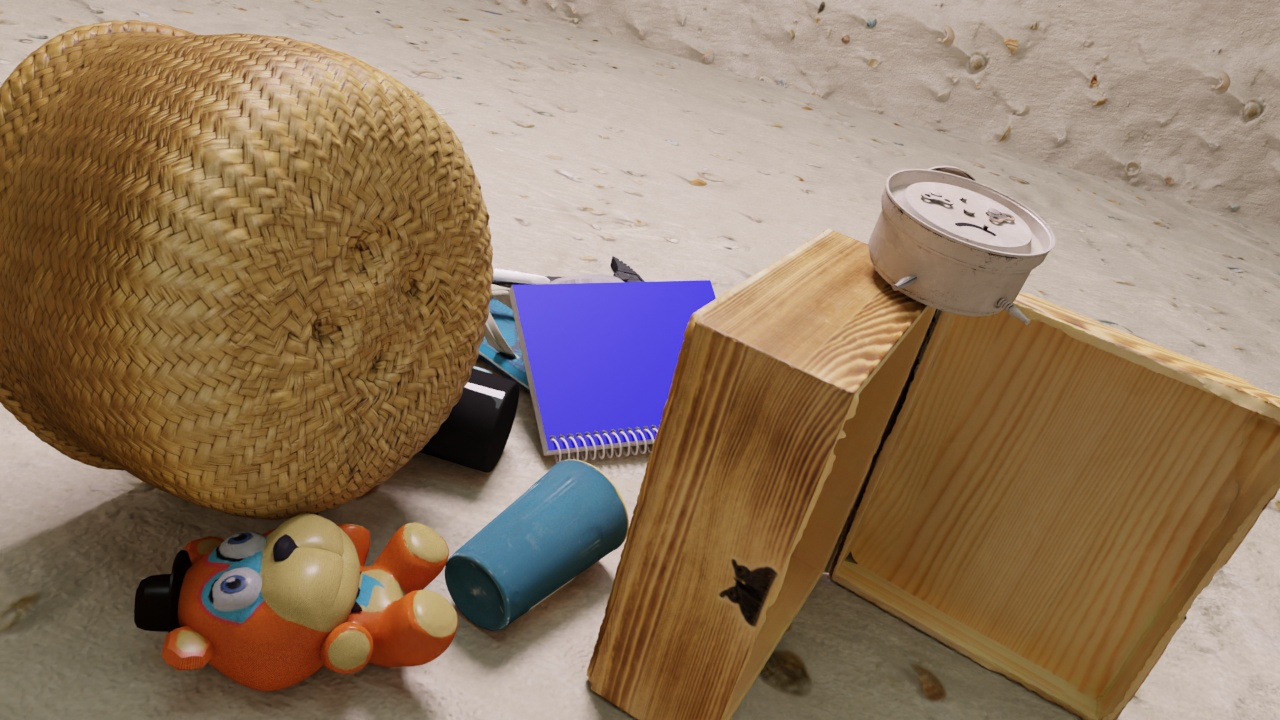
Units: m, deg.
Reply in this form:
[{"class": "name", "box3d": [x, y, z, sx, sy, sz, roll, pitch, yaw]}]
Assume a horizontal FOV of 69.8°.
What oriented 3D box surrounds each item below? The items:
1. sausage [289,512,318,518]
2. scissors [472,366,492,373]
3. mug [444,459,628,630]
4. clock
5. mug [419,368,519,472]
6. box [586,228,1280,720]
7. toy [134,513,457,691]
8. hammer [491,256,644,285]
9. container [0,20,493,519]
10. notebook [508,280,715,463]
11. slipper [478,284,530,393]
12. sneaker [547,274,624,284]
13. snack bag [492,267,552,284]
[{"class": "sausage", "box3d": [-0.240, 0.107, 0.657, 0.020, 0.020, 0.155, 4, 30, -19]}, {"class": "scissors", "box3d": [-0.204, -0.008, 0.896, 0.141, 0.015, 0.075, 20, 25, -3]}, {"class": "mug", "box3d": [-0.074, 0.131, 0.642, 0.078, 0.078, 0.121, 28, 36, 23]}, {"class": "clock", "box3d": [0.194, -0.080, 0.584, 0.103, 0.061, 0.156, 14, 35, -2]}, {"class": "mug", "box3d": [-0.152, 0.042, 0.769, 0.088, 0.078, 0.113, 17, 2, 3]}, {"class": "box", "box3d": [0.197, 0.113, 0.587, 0.337, 0.280, 0.285, 24, 29, 19]}, {"class": "toy", "box3d": [-0.200, 0.144, 0.545, 0.176, 0.096, 0.112, -7, 35, -15]}, {"class": "hammer", "box3d": [-0.147, -0.097, 1.076, 0.324, 0.015, 0.095, -3, 33, -29]}, {"class": "container", "box3d": [-0.241, -0.048, 0.597, 0.197, 0.307, 0.306, 17, 26, 27]}, {"class": "notebook", "box3d": [-0.005, 0.005, 0.854, 0.208, 0.022, 0.171, -4, 66, -26]}, {"class": "slipper", "box3d": [-0.142, -0.039, 0.922, 0.295, 0.060, 0.118, 30, 25, 26]}, {"class": "sneaker", "box3d": [-0.001, -0.023, 0.936, 0.236, 0.090, 0.099, 10, 63, -20]}, {"class": "snack bag", "box3d": [-0.170, -0.095, 0.997, 0.157, 0.013, 0.057, 3, 9, -37]}]
